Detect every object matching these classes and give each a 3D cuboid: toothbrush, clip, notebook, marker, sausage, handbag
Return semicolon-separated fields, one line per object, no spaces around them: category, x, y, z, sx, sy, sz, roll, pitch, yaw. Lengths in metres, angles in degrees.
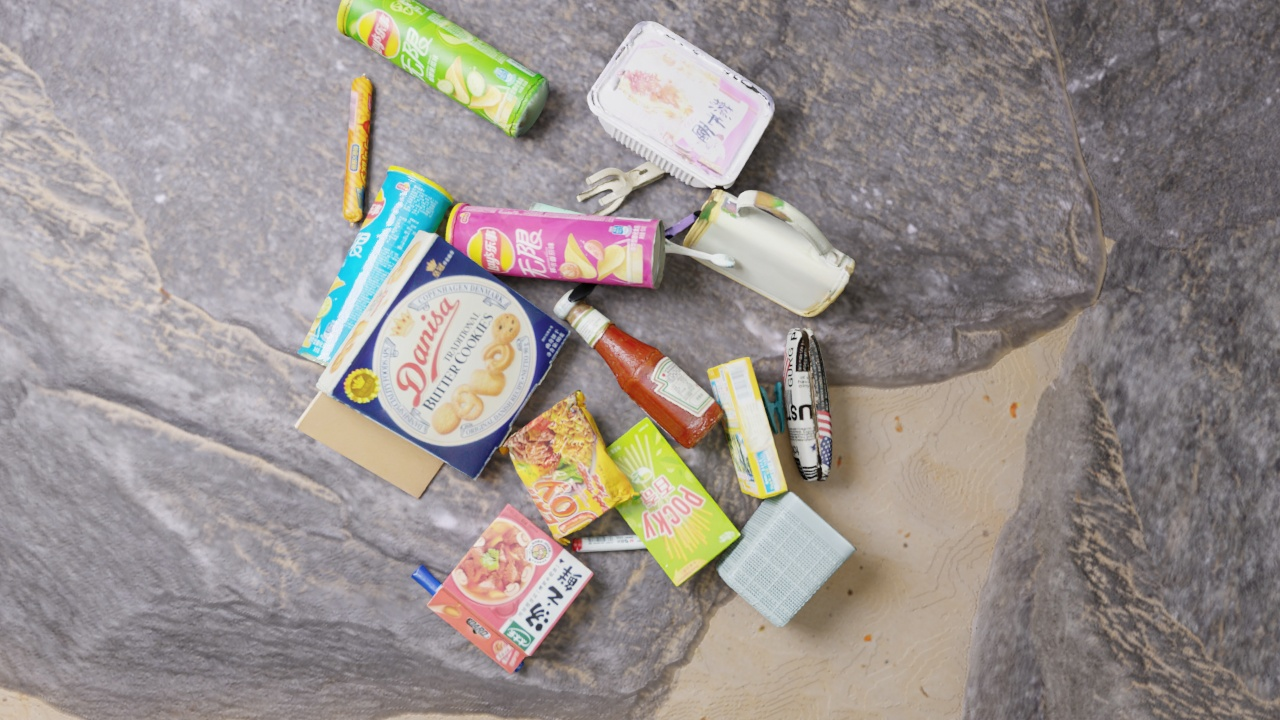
toothbrush;-0.011;-0.127;0.952;0.224;0.027;0.026;15;85;9
clip;0.144;0.052;0.987;0.049;0.015;0.057;-10;87;-9
notebook;-0.220;0.016;0.919;0.149;0.012;0.211;39;81;-31
marker;0.002;0.189;0.959;0.145;0.017;0.017;-2;86;-6
toothbrush;-0.003;-0.110;0.966;0.188;0.017;0.014;-36;79;-23
clip;-0.026;-0.183;0.983;0.102;0.095;0.035;-30;87;-46
sausage;-0.295;-0.220;0.957;0.021;0.021;0.165;3;86;-6
handbag;0.137;-0.121;0.917;0.163;0.179;0.063;27;78;-2
marker;-0.175;0.263;0.933;0.146;0.017;0.017;44;82;-1

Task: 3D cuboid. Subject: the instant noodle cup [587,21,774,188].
instant noodle cup;0.039;-0.258;0.966;0.173;0.060;0.137;32;67;-5

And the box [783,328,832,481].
box;0.171;0.046;0.966;0.060;0.071;0.164;-8;83;18

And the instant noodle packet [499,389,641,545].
instant noodle packet;-0.073;0.111;0.924;0.111;0.044;0.128;-33;81;18

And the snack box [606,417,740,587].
snack box;0.022;0.145;0.946;0.085;0.026;0.156;-37;80;-8

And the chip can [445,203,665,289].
chip can;-0.083;-0.114;0.918;0.211;0.071;0.071;6;84;11

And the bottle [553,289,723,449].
bottle;-0.006;0.006;0.953;0.206;0.060;0.059;42;82;5

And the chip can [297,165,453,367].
chip can;-0.266;-0.087;0.925;0.071;0.071;0.210;25;84;-4

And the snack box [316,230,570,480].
snack box;-0.188;-0.002;0.899;0.182;0.046;0.177;36;82;-33

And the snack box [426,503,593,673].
snack box;-0.130;0.229;0.918;0.113;0.044;0.127;39;73;-2

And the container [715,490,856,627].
container;0.143;0.201;0.938;0.090;0.090;0.111;41;85;-1

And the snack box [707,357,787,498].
snack box;0.108;0.069;0.944;0.033;0.087;0.140;-14;87;-7

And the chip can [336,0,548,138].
chip can;-0.201;-0.314;0.949;0.221;0.072;0.072;31;83;-3
